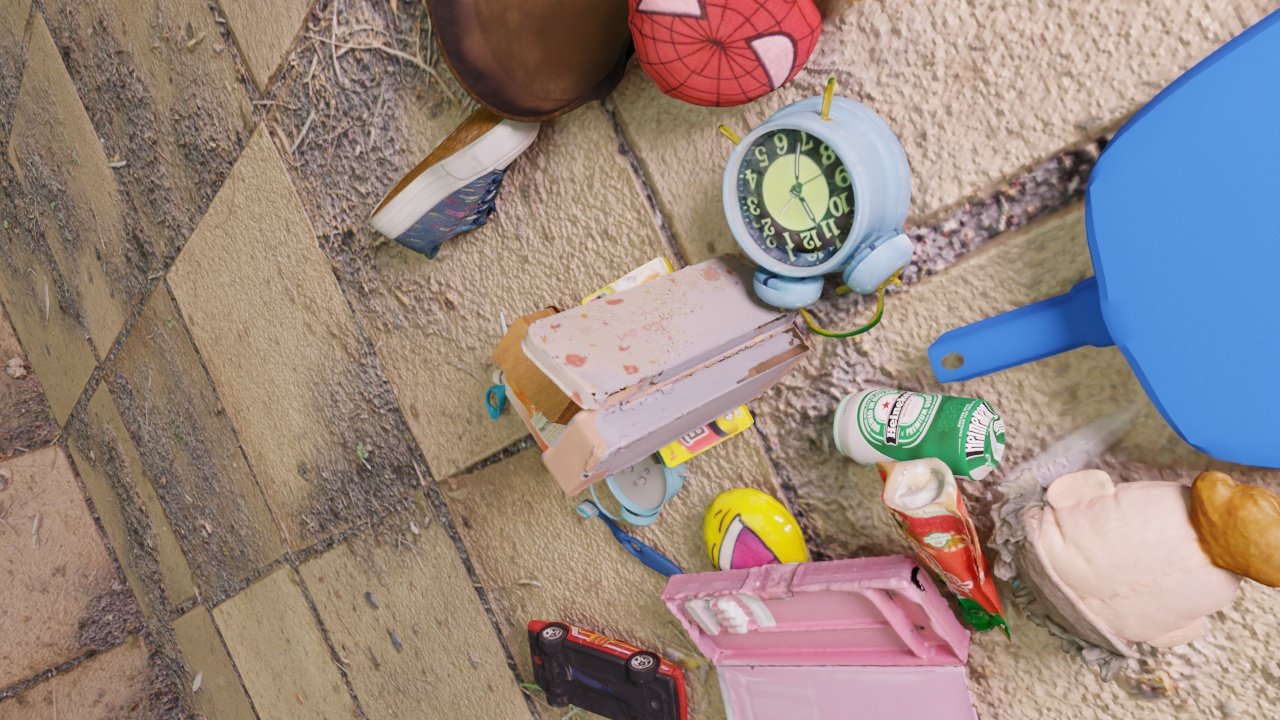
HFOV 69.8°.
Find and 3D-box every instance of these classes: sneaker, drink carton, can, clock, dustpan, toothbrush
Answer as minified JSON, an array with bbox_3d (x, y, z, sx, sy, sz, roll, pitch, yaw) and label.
[{"bbox_3d":[-0.157,-0.161,0.838,0.079,0.087,0.236,42,139,-25],"label":"sneaker"},{"bbox_3d":[-0.086,0.040,0.865,0.069,0.038,0.122,-41,72,18],"label":"drink carton"},{"bbox_3d":[0.181,0.047,0.600,0.101,0.053,0.053,5,110,42],"label":"can"},{"bbox_3d":[0.117,-0.094,0.601,0.118,0.059,0.162,-16,99,44],"label":"clock"},{"bbox_3d":[-0.009,0.105,0.814,0.123,0.041,0.087,-41,77,43],"label":"clock"},{"bbox_3d":[0.270,-0.030,0.480,0.258,0.059,0.245,-21,91,36],"label":"dustpan"},{"bbox_3d":[-0.012,0.169,0.861,0.132,0.016,0.021,31,128,32],"label":"toothbrush"}]

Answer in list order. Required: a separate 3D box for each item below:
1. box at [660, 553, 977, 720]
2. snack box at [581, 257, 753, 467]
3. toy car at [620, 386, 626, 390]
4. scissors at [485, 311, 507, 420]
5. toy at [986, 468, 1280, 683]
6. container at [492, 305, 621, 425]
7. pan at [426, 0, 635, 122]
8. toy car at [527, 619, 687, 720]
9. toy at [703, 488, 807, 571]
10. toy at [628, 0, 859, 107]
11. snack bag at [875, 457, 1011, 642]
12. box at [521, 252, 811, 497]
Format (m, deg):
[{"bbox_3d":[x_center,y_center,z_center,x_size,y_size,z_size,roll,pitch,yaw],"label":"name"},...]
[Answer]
[{"bbox_3d":[0.138,0.229,0.701,0.234,0.059,0.179,-16,101,43],"label":"box"},{"bbox_3d":[0.021,0.001,0.727,0.075,0.025,0.152,-29,85,10],"label":"snack box"},{"bbox_3d":[-0.005,0.004,0.773,0.042,0.036,0.092,8,112,42],"label":"toy car"},{"bbox_3d":[-0.116,0.018,0.905,0.110,0.015,0.132,38,123,29],"label":"scissors"},{"bbox_3d":[0.278,0.106,0.515,0.132,0.076,0.176,49,142,-6],"label":"toy"},{"bbox_3d":[-0.075,0.007,0.810,0.114,0.061,0.063,45,112,21],"label":"container"},{"bbox_3d":[-0.035,-0.333,0.653,0.357,0.043,0.248,-43,74,37],"label":"pan"},{"bbox_3d":[-0.036,0.315,0.918,0.190,0.056,0.082,8,113,35],"label":"toy car"},{"bbox_3d":[0.091,0.145,0.736,0.094,0.041,0.096,30,129,26],"label":"toy"},{"bbox_3d":[0.070,-0.249,0.550,0.147,0.098,0.217,32,134,-8],"label":"toy"},{"bbox_3d":[0.201,0.127,0.592,0.155,0.044,0.087,56,174,-32],"label":"snack bag"},{"bbox_3d":[0.022,0.012,0.622,0.094,0.215,0.108,33,128,32],"label":"box"}]
